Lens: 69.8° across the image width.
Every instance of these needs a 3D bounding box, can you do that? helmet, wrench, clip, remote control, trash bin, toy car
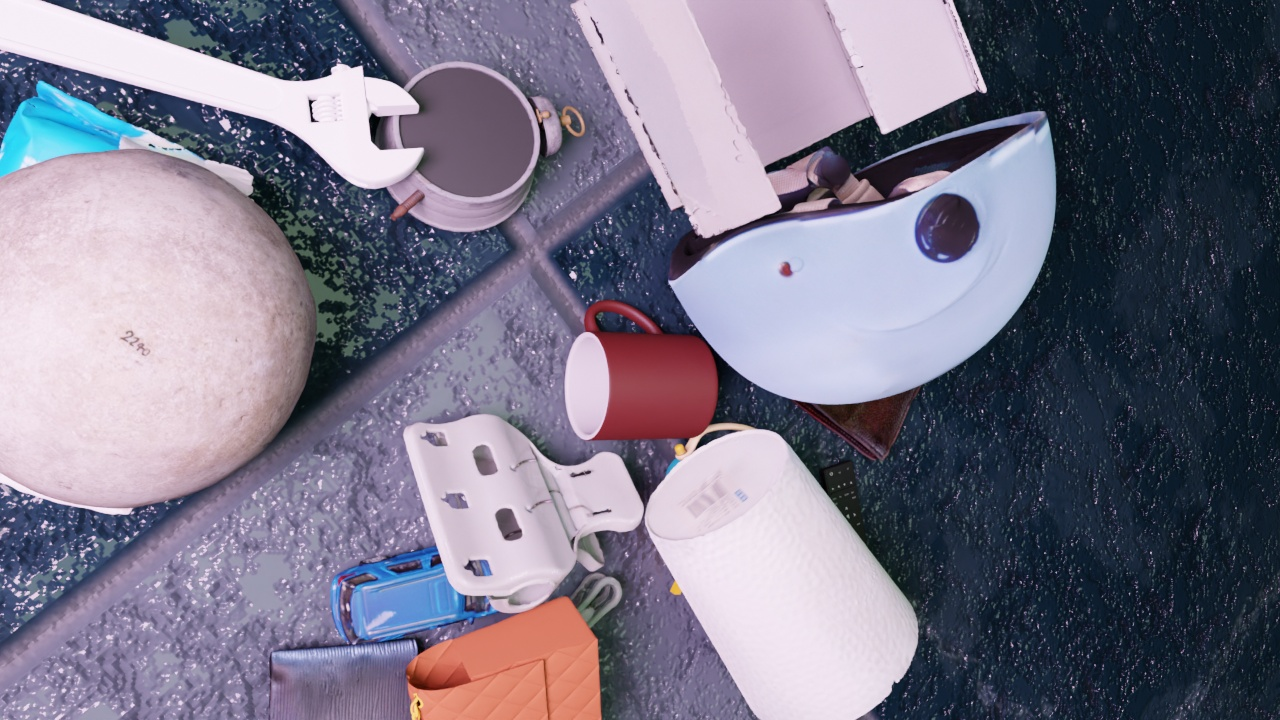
[{"bbox_3d":[0.161,-0.068,0.630,0.266,0.225,0.167,-27,104,3],"label":"helmet"},{"bbox_3d":[-0.255,-0.159,0.507,0.273,0.018,0.066,14,81,-14],"label":"wrench"},{"bbox_3d":[-0.073,0.094,0.576,0.144,0.075,0.124,11,41,-42],"label":"clip"},{"bbox_3d":[-0.045,0.177,0.632,0.076,0.045,0.023,-43,109,-22],"label":"clip"},{"bbox_3d":[0.173,0.153,0.754,0.030,0.009,0.140,-13,95,-27],"label":"remote control"},{"bbox_3d":[0.088,0.140,0.609,0.133,0.133,0.161,-42,112,-22],"label":"trash bin"},{"bbox_3d":[-0.131,0.146,0.578,0.120,0.044,0.056,-8,93,-28],"label":"toy car"}]

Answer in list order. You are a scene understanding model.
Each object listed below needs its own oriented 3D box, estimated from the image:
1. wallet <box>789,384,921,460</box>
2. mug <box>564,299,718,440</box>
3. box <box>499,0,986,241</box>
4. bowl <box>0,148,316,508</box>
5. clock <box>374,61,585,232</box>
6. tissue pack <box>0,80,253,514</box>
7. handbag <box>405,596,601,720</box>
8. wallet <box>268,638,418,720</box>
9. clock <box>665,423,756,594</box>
[{"bbox_3d":[0.177,0.013,0.750,0.120,0.031,0.099,35,77,-25],"label":"wallet"},{"bbox_3d":[-0.004,0.004,0.638,0.082,0.073,0.105,1,59,-27],"label":"mug"},{"bbox_3d":[0.050,-0.205,0.627,0.171,0.381,0.167,-37,106,-40],"label":"box"},{"bbox_3d":[-0.237,-0.009,0.430,0.178,0.081,0.178,-7,104,-30],"label":"bowl"},{"bbox_3d":[-0.102,-0.141,0.591,0.147,0.056,0.104,-18,88,-22],"label":"clock"},{"bbox_3d":[-0.291,-0.023,0.479,0.117,0.066,0.209,21,86,-30],"label":"tissue pack"},{"bbox_3d":[-0.078,0.244,0.561,0.108,0.060,0.172,-13,119,-24],"label":"handbag"},{"bbox_3d":[-0.182,0.231,0.560,0.089,0.026,0.115,2,88,-26],"label":"wallet"},{"bbox_3d":[0.061,0.111,0.680,0.099,0.044,0.129,9,92,-27],"label":"clock"}]
